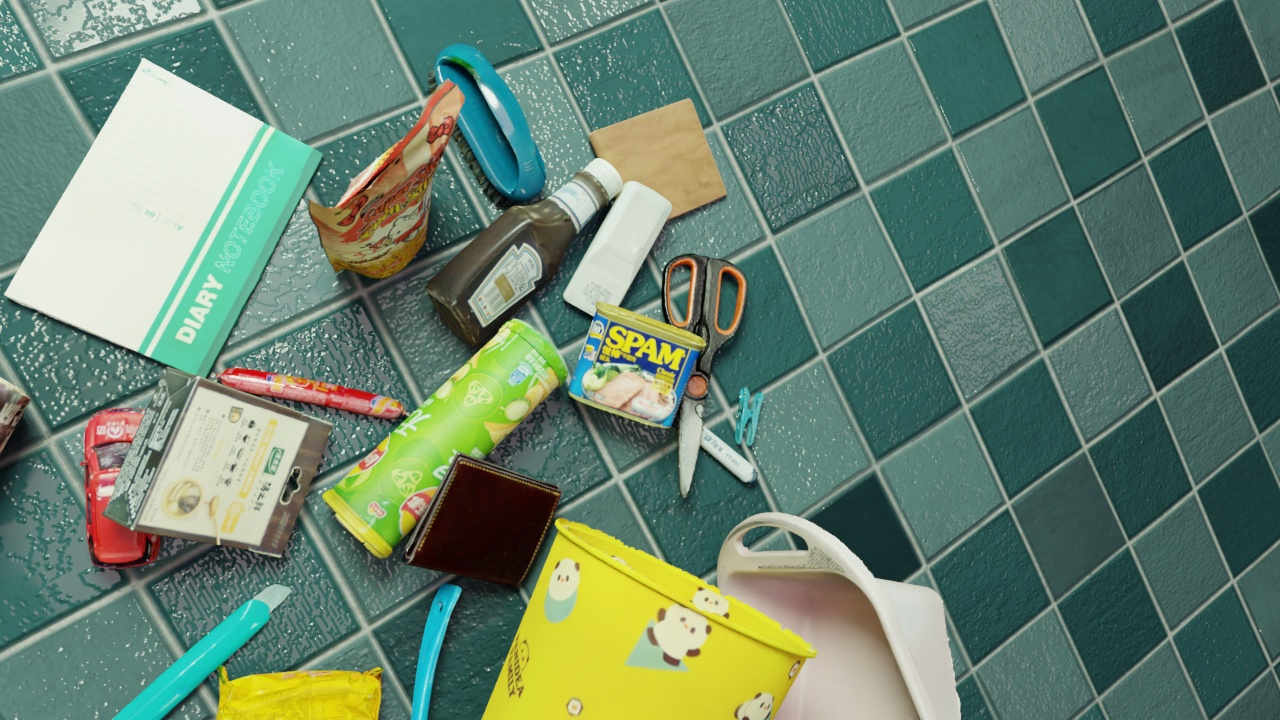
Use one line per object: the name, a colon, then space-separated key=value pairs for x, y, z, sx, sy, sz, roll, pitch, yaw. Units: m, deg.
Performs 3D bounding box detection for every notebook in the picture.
notebook: x=-0.365 y=-0.109 z=0.717 sx=0.150 sy=0.012 sz=0.209 roll=27 pitch=78 yaw=-18

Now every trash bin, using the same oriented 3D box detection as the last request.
trash bin: x=-0.019 y=0.289 z=0.723 sx=0.229 sy=0.230 sz=0.255 roll=28 pitch=84 yaw=-17

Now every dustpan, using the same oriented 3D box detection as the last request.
dustpan: x=0.152 y=0.274 z=0.788 sx=0.138 sy=0.223 sz=0.273 roll=12 pitch=70 yaw=-32

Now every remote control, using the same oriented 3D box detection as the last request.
remote control: x=-0.020 y=-0.098 z=0.826 sx=0.049 sy=0.024 sz=0.125 roll=28 pitch=94 yaw=-16

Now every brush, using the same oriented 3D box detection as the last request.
brush: x=-0.182 y=0.309 z=0.740 sx=0.045 sy=0.083 sz=0.254 roll=21 pitch=72 yaw=-42
brush: x=-0.125 y=-0.202 z=0.777 sx=0.055 sy=0.074 sz=0.144 roll=-33 pitch=99 yaw=-28

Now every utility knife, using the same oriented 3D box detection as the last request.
utility knife: x=-0.342 y=0.236 z=0.708 sx=0.171 sy=0.013 sz=0.029 roll=-43 pitch=104 yaw=-20

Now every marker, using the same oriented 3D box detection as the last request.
marker: x=0.059 y=0.074 z=0.863 sx=0.130 sy=0.018 sz=0.022 roll=41 pitch=83 yaw=-14

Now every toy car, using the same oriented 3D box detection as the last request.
toy car: x=-0.384 y=0.095 z=0.683 sx=0.052 sy=0.045 sz=0.120 roll=-3 pitch=86 yaw=-22

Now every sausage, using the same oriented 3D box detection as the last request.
sausage: x=-0.264 y=0.027 z=0.744 sx=0.155 sy=0.020 sz=0.020 roll=13 pitch=83 yaw=-20

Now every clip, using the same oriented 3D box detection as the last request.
clip: x=0.103 y=0.054 z=0.882 sx=0.046 sy=0.014 sz=0.057 roll=11 pitch=82 yaw=-22

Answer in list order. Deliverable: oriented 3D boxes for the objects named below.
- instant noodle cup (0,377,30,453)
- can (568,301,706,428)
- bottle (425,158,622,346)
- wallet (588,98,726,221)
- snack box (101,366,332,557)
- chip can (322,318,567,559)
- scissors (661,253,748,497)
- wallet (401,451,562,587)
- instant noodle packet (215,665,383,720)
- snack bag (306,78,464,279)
instant noodle cup: x=-0.486 y=0.044 z=0.604 sx=0.138 sy=0.138 sz=0.108 roll=32 pitch=69 yaw=-16
can: x=-0.005 y=0.005 z=0.805 sx=0.102 sy=0.057 sz=0.083 roll=19 pitch=99 yaw=-6
bottle: x=-0.093 y=-0.100 z=0.786 sx=0.044 sy=0.080 sz=0.194 roll=35 pitch=71 yaw=30
wallet: x=0.019 y=-0.183 z=0.860 sx=0.115 sy=0.020 sz=0.101 roll=-27 pitch=99 yaw=-22
snack box: x=-0.311 y=0.079 z=0.686 sx=0.125 sy=0.053 sz=0.113 roll=36 pitch=71 yaw=-59
chip can: x=-0.155 y=0.059 z=0.754 sx=0.221 sy=0.073 sz=0.072 roll=-46 pitch=103 yaw=-17
scissors: x=0.037 y=0.010 z=0.848 sx=0.125 sy=0.022 sz=0.234 roll=27 pitch=77 yaw=-7
wallet: x=-0.126 y=0.134 z=0.754 sx=0.122 sy=0.020 sz=0.096 roll=29 pitch=85 yaw=-47
instant noodle packet: x=-0.272 y=0.294 z=0.714 sx=0.128 sy=0.044 sz=0.110 roll=8 pitch=78 yaw=-24
snack bag: x=-0.189 y=-0.122 z=0.679 sx=0.073 sy=0.208 sz=0.128 roll=46 pitch=72 yaw=-8
